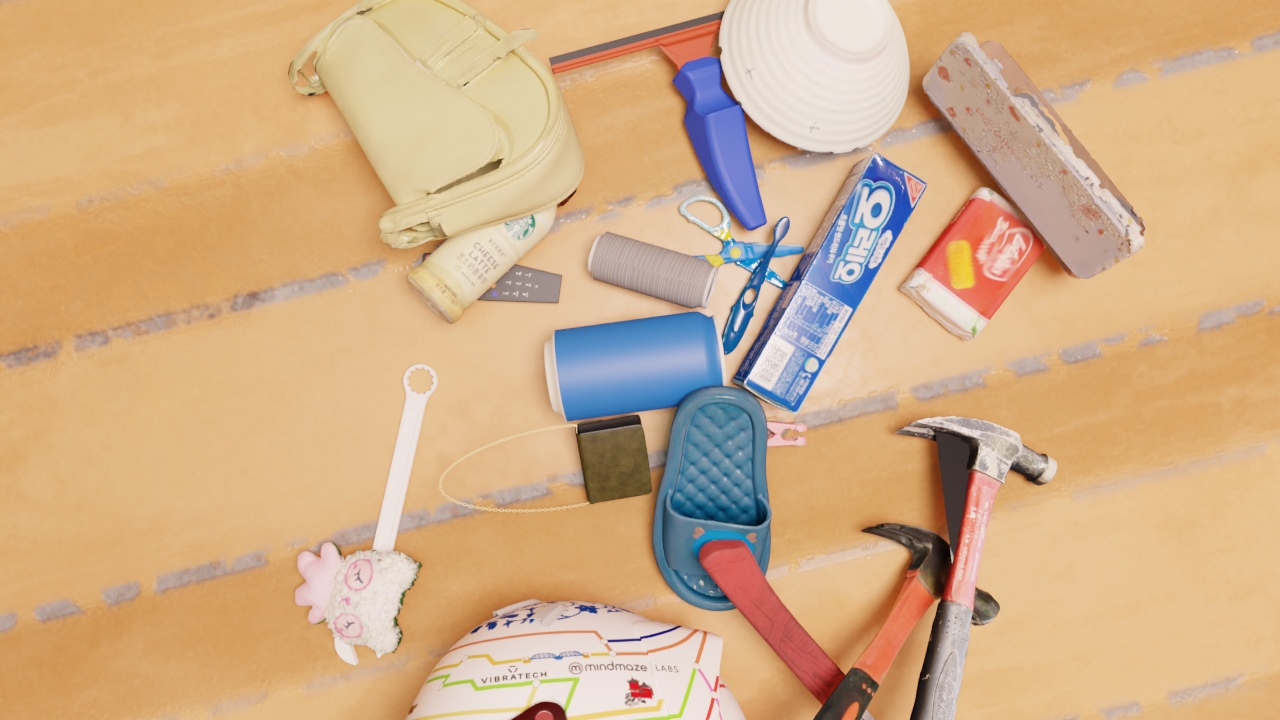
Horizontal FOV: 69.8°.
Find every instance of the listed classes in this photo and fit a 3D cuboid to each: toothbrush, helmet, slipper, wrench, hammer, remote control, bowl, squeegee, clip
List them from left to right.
[{"bbox_3d":[-0.222,0.137,0.816,0.047,0.009,0.273,13,90,0],"label":"wrench"},{"bbox_3d":[-0.132,-0.071,0.815,0.125,0.010,0.039,8,90,0],"label":"remote control"},{"bbox_3d":[-0.070,0.306,0.703,0.314,0.232,0.235,-4,62,-13],"label":"helmet"},{"bbox_3d":[0.061,0.123,0.769,0.104,0.059,0.214,0,112,1],"label":"slipper"},{"bbox_3d":[0.067,-0.200,0.792,0.249,0.055,0.185,-21,89,-16],"label":"squeegee"},{"bbox_3d":[0.100,-0.065,0.804,0.021,0.016,0.132,22,104,-6],"label":"toothbrush"},{"bbox_3d":[0.119,0.060,0.810,0.058,0.022,0.037,2,87,-5],"label":"clip"},{"bbox_3d":[0.153,0.269,0.771,0.126,0.036,0.315,-40,103,2],"label":"hammer"},{"bbox_3d":[0.159,-0.268,0.759,0.177,0.071,0.177,3,79,-13],"label":"bowl"},{"bbox_3d":[0.168,0.259,0.716,0.133,0.033,0.332,49,56,-3],"label":"hammer"},{"bbox_3d":[0.244,0.193,0.735,0.140,0.036,0.325,25,65,-6],"label":"hammer"}]

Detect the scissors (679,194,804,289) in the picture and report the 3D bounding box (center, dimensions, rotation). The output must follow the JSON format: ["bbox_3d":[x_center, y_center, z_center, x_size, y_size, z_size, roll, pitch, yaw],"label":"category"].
[{"bbox_3d":[0.085,-0.105,0.814,0.132,0.019,0.105,-2,95,0],"label":"scissors"}]

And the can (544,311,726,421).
[{"bbox_3d":[-0.005,0.005,0.780,0.146,0.079,0.079,-8,90,0],"label":"can"}]

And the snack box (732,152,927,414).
[{"bbox_3d":[0.160,-0.064,0.786,0.059,0.059,0.226,29,90,-5],"label":"snack box"}]

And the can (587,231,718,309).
[{"bbox_3d":[0.011,-0.077,0.790,0.107,0.044,0.044,17,90,10],"label":"can"}]

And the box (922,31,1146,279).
[{"bbox_3d":[0.332,-0.175,0.749,0.104,0.096,0.216,-32,82,-25],"label":"box"}]

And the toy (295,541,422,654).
[{"bbox_3d":[-0.251,0.201,0.793,0.109,0.041,0.095,14,92,6],"label":"toy"}]

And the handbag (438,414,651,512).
[{"bbox_3d":[-0.082,0.094,0.792,0.178,0.027,0.084,-10,117,-3],"label":"handbag"}]

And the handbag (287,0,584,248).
[{"bbox_3d":[-0.167,-0.208,0.748,0.191,0.088,0.232,-33,72,-5],"label":"handbag"}]

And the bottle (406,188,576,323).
[{"bbox_3d":[-0.123,-0.105,0.784,0.056,0.056,0.162,44,78,0],"label":"bottle"}]

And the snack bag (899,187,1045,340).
[{"bbox_3d":[0.292,-0.085,0.800,0.077,0.036,0.116,38,90,1],"label":"snack bag"}]
